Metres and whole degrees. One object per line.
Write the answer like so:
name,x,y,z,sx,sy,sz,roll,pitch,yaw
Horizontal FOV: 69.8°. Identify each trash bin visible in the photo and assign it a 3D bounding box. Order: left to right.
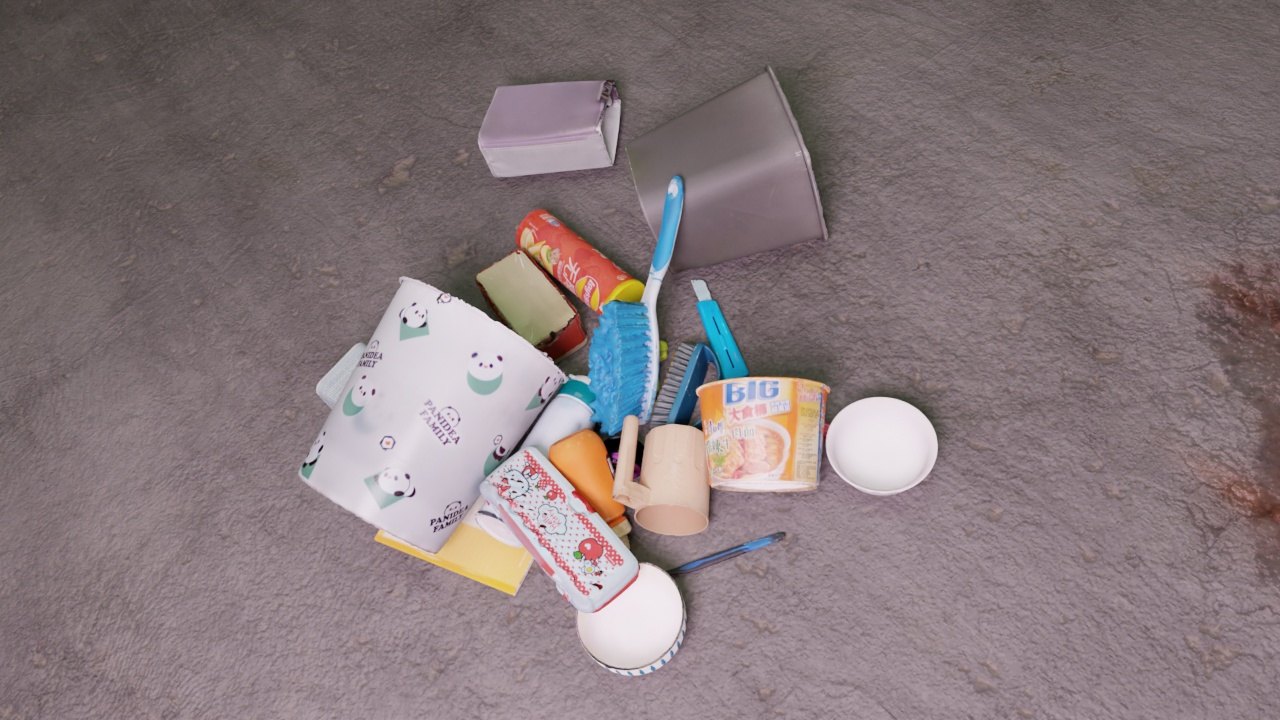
trash bin,-0.246,0.068,1.064,0.230,0.229,0.251,25,77,27
trash bin,0.111,-0.240,1.226,0.220,0.199,0.198,-19,53,9

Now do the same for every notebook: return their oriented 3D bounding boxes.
notebook,-0.207,0.189,1.123,0.206,0.010,0.145,15,61,22

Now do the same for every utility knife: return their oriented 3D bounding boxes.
utility knife,0.099,-0.040,1.194,0.034,0.018,0.185,-20,53,1

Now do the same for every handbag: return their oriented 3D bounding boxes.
handbag,-0.135,-0.361,1.416,0.197,0.098,0.144,-1,59,15

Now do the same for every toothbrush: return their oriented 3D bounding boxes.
toothbrush,0.074,0.227,1.029,0.189,0.016,0.014,-19,46,-2

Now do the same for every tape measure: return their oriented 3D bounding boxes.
tape measure,-0.023,0.118,1.095,0.058,0.057,0.039,-14,51,25

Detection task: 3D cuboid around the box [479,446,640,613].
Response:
box,-0.090,0.179,0.985,0.086,0.048,0.201,-36,60,-20

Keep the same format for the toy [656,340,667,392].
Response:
toy,-0.007,0.007,1.180,0.097,0.031,0.100,38,70,23

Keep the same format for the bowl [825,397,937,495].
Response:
bowl,0.269,0.107,1.025,0.118,0.065,0.118,-7,57,10

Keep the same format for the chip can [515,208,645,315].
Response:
chip can,-0.086,-0.131,1.268,0.073,0.073,0.216,-40,56,-14

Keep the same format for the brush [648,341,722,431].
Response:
brush,0.062,0.041,1.126,0.074,0.055,0.143,11,60,22

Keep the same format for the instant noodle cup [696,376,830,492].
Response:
instant noodle cup,0.137,0.086,1.020,0.151,0.151,0.111,-2,77,13

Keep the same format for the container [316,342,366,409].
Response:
container,-0.343,0.051,1.203,0.111,0.090,0.089,29,68,25

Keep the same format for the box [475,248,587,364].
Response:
box,-0.153,-0.075,1.243,0.091,0.077,0.168,-34,55,-10

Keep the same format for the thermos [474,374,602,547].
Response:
thermos,-0.110,0.115,1.105,0.073,0.073,0.223,17,56,23

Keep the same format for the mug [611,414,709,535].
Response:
mug,0.024,0.129,1.043,0.084,0.124,0.103,-32,40,43

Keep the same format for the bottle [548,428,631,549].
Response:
bottle,-0.051,0.154,1.051,0.066,0.067,0.149,-25,92,-4

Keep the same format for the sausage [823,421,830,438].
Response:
sausage,0.190,0.073,1.095,0.156,0.020,0.020,18,63,24

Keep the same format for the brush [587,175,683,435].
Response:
brush,-0.001,-0.069,1.111,0.061,0.109,0.314,11,100,48

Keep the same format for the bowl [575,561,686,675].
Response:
bowl,-0.005,0.281,0.978,0.116,0.066,0.116,-7,55,9
